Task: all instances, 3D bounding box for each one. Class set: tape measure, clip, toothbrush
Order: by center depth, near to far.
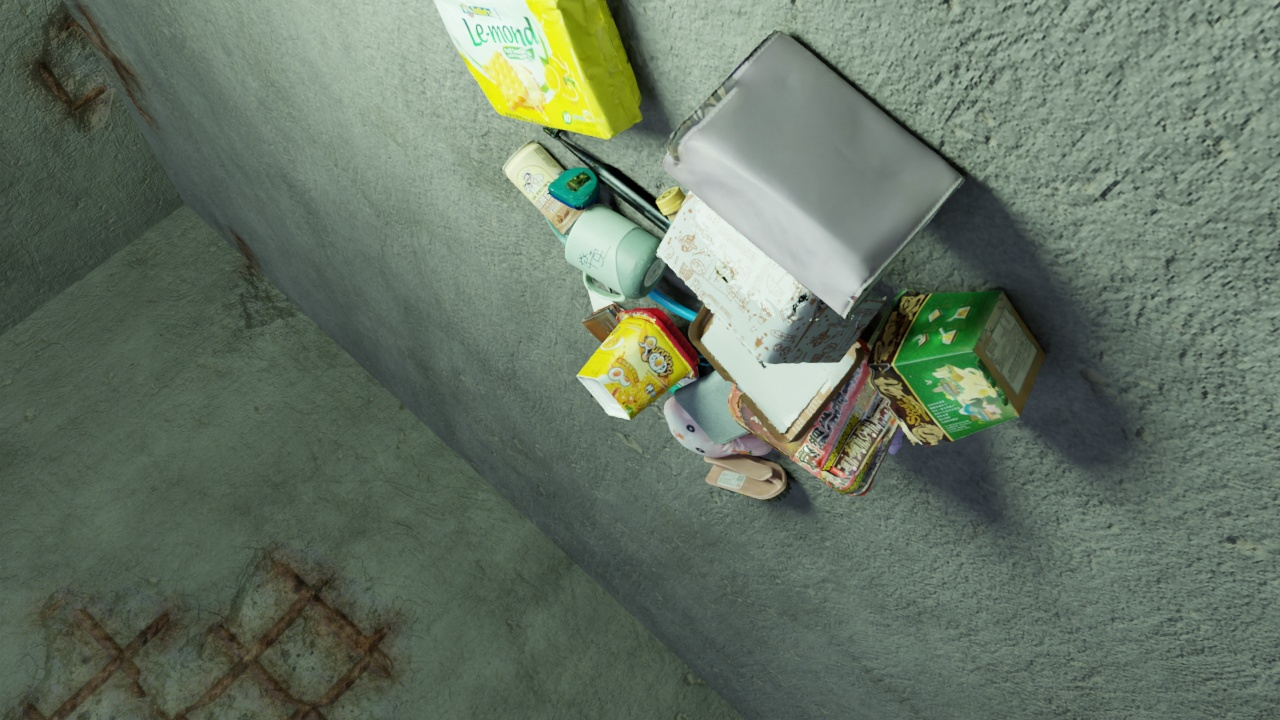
[{"bbox_3d":[-0.035,-0.215,1.070,0.212,0.026,0.027,41,123,13],"label":"toothbrush"},{"bbox_3d":[-0.077,-0.210,1.110,0.058,0.054,0.025,33,159,25],"label":"tape measure"},{"bbox_3d":[0.078,-0.005,1.259,0.057,0.014,0.045,15,142,56],"label":"clip"}]

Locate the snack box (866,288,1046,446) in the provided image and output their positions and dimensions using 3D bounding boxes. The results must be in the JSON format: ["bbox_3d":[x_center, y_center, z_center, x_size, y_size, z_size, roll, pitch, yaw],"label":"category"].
[{"bbox_3d":[0.282,0.001,0.805,0.118,0.117,0.106,49,146,-19],"label":"snack box"}]

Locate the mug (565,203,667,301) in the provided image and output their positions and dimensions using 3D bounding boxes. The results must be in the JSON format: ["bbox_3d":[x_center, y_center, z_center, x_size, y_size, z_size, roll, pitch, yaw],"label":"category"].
[{"bbox_3d":[-0.030,-0.120,1.129,0.106,0.082,0.112,33,129,16],"label":"mug"}]

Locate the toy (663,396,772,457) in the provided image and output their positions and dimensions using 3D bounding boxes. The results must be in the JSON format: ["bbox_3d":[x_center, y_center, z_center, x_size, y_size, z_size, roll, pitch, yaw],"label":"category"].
[{"bbox_3d":[0.108,0.096,1.311,0.160,0.054,0.121,5,140,32],"label":"toy"}]

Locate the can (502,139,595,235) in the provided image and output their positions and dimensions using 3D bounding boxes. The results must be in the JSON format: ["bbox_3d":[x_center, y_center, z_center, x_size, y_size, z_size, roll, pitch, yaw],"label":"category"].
[{"bbox_3d":[-0.114,-0.217,1.157,0.116,0.058,0.059,46,158,-4],"label":"can"}]

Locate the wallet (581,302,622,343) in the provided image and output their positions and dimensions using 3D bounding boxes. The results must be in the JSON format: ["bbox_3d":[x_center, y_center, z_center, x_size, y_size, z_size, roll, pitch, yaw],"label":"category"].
[{"bbox_3d":[-0.022,-0.026,1.321,0.124,0.032,0.101,49,160,-11],"label":"wallet"}]

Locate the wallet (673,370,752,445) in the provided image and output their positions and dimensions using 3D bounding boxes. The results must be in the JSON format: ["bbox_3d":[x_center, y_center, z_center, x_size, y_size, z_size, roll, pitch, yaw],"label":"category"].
[{"bbox_3d":[0.123,0.056,1.222,0.130,0.036,0.106,-29,108,42],"label":"wallet"}]

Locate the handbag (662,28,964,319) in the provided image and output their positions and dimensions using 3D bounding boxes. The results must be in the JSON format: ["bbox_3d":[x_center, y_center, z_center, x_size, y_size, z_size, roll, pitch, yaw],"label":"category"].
[{"bbox_3d":[0.134,-0.145,0.737,0.197,0.144,0.099,41,156,9],"label":"handbag"}]

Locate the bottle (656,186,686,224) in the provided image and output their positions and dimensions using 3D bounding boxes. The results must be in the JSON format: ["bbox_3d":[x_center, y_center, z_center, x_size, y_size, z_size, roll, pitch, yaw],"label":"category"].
[{"bbox_3d":[0.089,-0.095,1.013,0.219,0.065,0.065,54,156,-21],"label":"bottle"}]

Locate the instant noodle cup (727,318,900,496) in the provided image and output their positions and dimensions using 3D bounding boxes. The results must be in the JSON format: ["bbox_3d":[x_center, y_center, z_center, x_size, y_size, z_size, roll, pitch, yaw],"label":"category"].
[{"bbox_3d":[0.194,0.032,0.974,0.189,0.078,0.165,34,124,25],"label":"instant noodle cup"}]

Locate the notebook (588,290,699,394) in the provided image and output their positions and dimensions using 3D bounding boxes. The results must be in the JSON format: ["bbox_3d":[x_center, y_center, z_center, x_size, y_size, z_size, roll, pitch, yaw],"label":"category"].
[{"bbox_3d":[0.011,-0.012,1.351,0.209,0.012,0.150,36,160,27],"label":"notebook"}]

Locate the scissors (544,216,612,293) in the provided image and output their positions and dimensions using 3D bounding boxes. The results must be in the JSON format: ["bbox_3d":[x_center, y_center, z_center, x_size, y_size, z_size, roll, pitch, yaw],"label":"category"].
[{"bbox_3d":[-0.079,-0.164,1.246,0.181,0.019,0.171,44,159,-1],"label":"scissors"}]

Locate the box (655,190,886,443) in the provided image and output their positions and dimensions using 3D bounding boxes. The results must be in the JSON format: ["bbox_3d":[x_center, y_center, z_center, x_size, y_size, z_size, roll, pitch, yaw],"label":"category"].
[{"bbox_3d":[0.099,-0.040,0.870,0.181,0.157,0.198,51,125,30],"label":"box"}]

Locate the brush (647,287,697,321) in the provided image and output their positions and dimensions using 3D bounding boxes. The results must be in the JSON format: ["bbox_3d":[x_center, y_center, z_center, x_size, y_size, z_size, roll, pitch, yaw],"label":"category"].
[{"bbox_3d":[0.073,-0.049,1.147,0.255,0.045,0.083,36,164,21],"label":"brush"}]

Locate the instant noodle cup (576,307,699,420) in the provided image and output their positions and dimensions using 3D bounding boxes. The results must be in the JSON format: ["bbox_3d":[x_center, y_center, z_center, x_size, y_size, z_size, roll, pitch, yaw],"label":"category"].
[{"bbox_3d":[-0.007,0.007,1.203,0.116,0.123,0.116,51,163,-19],"label":"instant noodle cup"}]

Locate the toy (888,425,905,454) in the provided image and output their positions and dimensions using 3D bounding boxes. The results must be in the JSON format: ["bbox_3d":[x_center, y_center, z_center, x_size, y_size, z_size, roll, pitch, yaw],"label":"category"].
[{"bbox_3d":[0.257,0.049,1.009,0.108,0.038,0.084,45,144,12],"label":"toy"}]

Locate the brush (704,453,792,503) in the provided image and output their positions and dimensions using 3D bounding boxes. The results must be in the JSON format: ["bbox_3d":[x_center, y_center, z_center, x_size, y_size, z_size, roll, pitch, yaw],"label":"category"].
[{"bbox_3d":[0.159,0.169,1.362,0.073,0.063,0.146,46,160,-32],"label":"brush"}]

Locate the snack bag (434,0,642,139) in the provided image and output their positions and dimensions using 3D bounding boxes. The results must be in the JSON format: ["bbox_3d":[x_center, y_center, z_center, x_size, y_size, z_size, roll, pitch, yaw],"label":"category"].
[{"bbox_3d":[-0.104,-0.321,0.943,0.247,0.068,0.158,24,151,42],"label":"snack bag"}]
